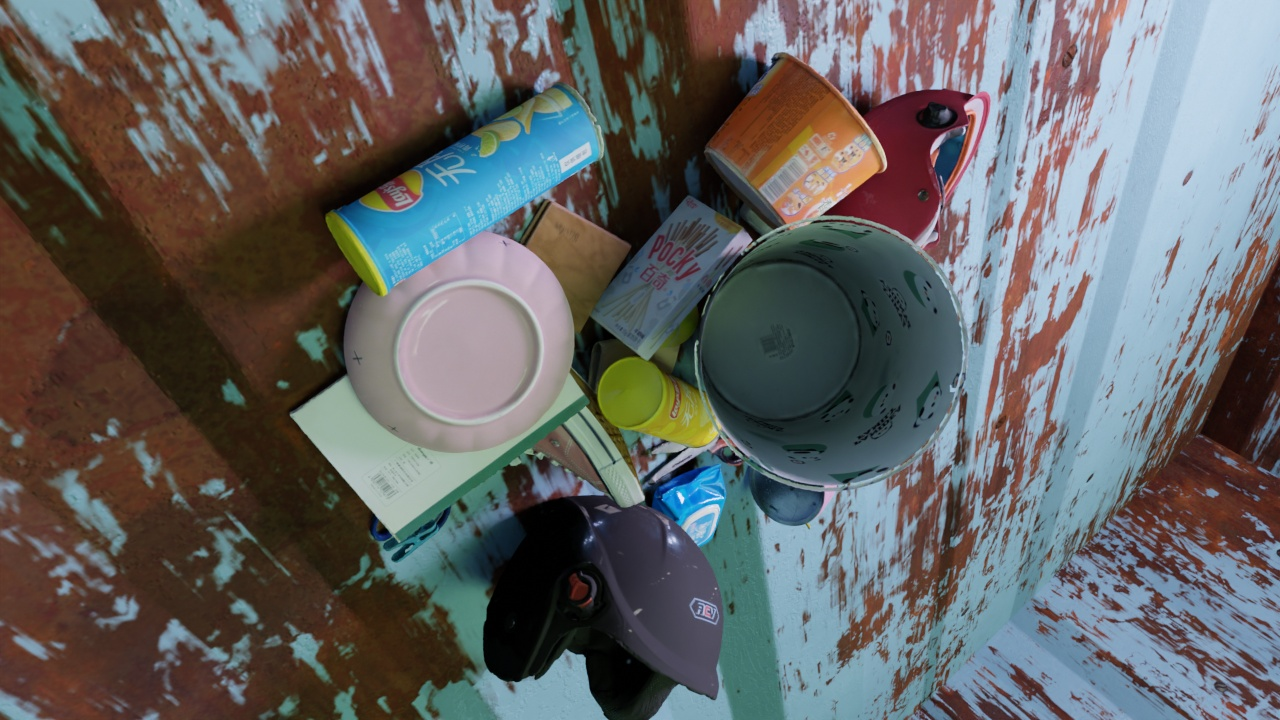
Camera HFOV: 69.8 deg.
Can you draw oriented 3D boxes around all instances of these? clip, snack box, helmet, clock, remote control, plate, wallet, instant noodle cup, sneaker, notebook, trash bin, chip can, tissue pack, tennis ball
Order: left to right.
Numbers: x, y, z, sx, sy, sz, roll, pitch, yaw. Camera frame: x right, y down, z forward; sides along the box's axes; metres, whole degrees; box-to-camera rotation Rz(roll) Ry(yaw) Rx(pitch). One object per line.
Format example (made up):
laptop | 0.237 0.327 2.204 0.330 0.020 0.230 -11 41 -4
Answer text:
clip | -0.223 0.175 0.897 0.055 0.013 0.037 -31 142 -17
notebook | -0.166 0.040 0.788 0.209 0.012 0.150 -36 112 -8
plate | -0.142 -0.010 0.754 0.192 0.039 0.192 -5 106 -19
chip can | -0.131 -0.134 0.704 0.210 0.071 0.071 -36 140 -18
sneaker | -0.082 0.066 0.890 0.088 0.118 0.241 -31 123 7
wallet | -0.071 -0.085 0.848 0.115 0.020 0.101 21 103 -48
helmet | -0.027 0.264 0.987 0.233 0.275 0.229 40 62 -45
wallet | -0.006 0.006 0.985 0.115 0.024 0.087 -18 135 -38
tennis ball | 0.027 -0.046 0.939 0.065 0.065 0.066 -26 136 -28
chip can | 0.028 0.050 0.973 0.072 0.072 0.213 -53 156 4
snack box | 0.027 -0.082 0.893 0.157 0.085 0.027 -49 140 -2
tissue pack | 0.059 0.198 1.172 0.094 0.052 0.157 -23 144 -27
remote control | 0.156 -0.155 1.013 0.056 0.020 0.136 -54 143 7
instant noodle cup | 0.140 -0.196 0.870 0.111 0.151 0.151 -44 143 5
clock | 0.219 0.148 1.255 0.059 0.117 0.159 -17 135 -49
trash bin | 0.157 -0.013 0.884 0.229 0.229 0.252 -53 -177 3
helmet | 0.274 -0.197 1.000 0.239 0.144 0.207 -60 160 -19

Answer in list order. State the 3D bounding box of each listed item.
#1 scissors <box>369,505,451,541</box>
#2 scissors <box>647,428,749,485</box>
scissors | -0.207 0.108 0.876 0.143 0.012 0.170 -26 136 -28
scissors | 0.100 0.099 1.174 0.189 0.015 0.224 -53 143 4
